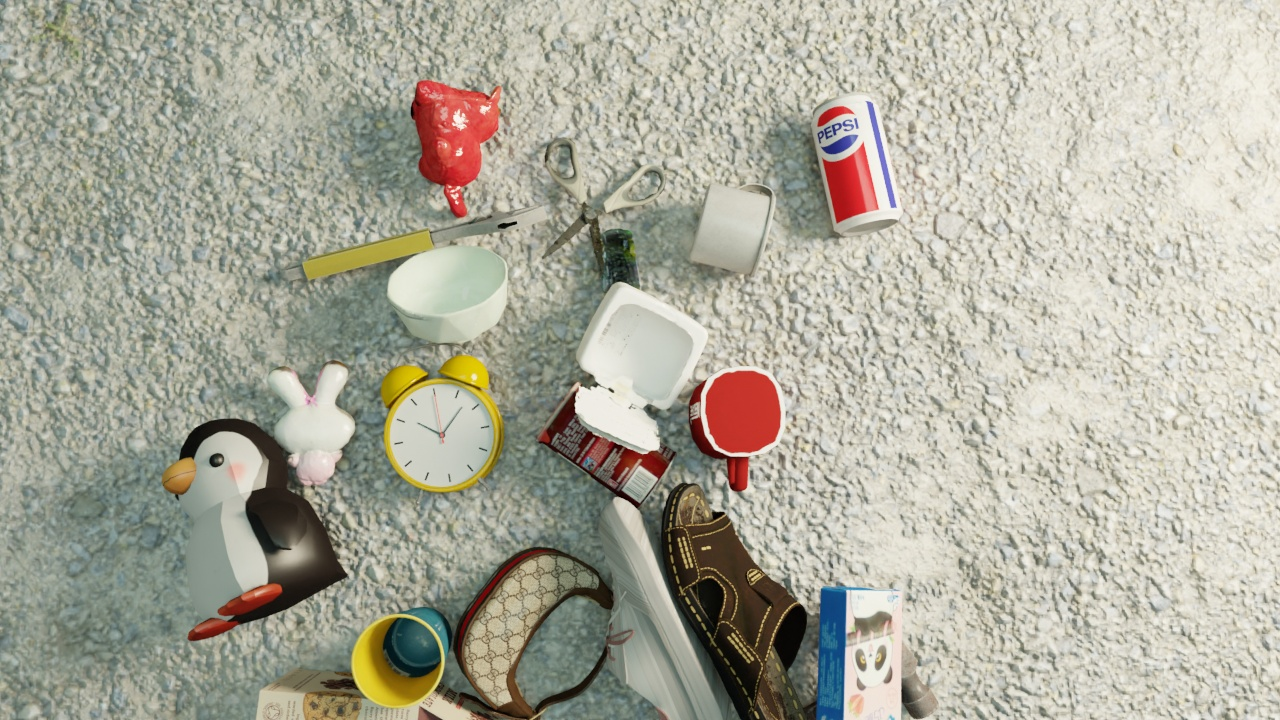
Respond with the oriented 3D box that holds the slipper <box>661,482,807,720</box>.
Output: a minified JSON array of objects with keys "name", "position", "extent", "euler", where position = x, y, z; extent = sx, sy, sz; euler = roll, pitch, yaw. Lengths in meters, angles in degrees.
[{"name":"slipper","position":[0.099,0.231,0.838],"extent":[0.076,0.112,0.267],"euler":[-32,74,25]}]

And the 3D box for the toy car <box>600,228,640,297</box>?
[{"name":"toy car","position":[-0.022,-0.089,0.935],"extent":[0.038,0.027,0.089],"euler":[-7,81,-3]}]

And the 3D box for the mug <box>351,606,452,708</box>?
[{"name":"mug","position":[-0.209,0.262,0.835],"extent":[0.078,0.121,0.078],"euler":[0,82,-4]}]

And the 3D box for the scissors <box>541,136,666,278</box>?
[{"name":"scissors","position":[-0.044,-0.163,0.937],"extent":[0.157,0.013,0.170],"euler":[-21,73,-14]}]

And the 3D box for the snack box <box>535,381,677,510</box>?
[{"name":"snack box","position":[-0.033,0.083,0.892],"extent":[0.121,0.072,0.072],"euler":[35,82,0]}]

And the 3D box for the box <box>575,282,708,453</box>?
[{"name":"box","position":[-0.010,0.014,0.863],"extent":[0.107,0.132,0.152],"euler":[28,94,-7]}]

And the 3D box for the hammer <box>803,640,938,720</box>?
[{"name":"hammer","position":[0.122,0.350,0.874],"extent":[0.314,0.035,0.137],"euler":[-29,85,-11]}]

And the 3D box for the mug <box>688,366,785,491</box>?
[{"name":"mug","position":[0.093,0.068,0.887],"extent":[0.080,0.096,0.116],"euler":[-4,83,-4]}]

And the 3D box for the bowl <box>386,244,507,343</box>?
[{"name":"bowl","position":[-0.183,-0.057,0.895],"extent":[0.117,0.061,0.117],"euler":[-3,41,3]}]

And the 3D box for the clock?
[{"name":"clock","position":[-0.195,0.058,0.897],"extent":[0.113,0.052,0.152],"euler":[-10,88,-4]}]

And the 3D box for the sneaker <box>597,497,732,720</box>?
[{"name":"sneaker","position":[-0.001,0.247,0.849],"extent":[0.089,0.099,0.236],"euler":[-25,89,8]}]

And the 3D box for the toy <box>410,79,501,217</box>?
[{"name":"toy","position":[-0.175,-0.213,0.923],"extent":[0.094,0.088,0.133],"euler":[-9,96,-22]}]

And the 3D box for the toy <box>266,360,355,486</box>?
[{"name":"toy","position":[-0.320,0.061,0.896],"extent":[0.079,0.038,0.122],"euler":[-3,83,-16]}]

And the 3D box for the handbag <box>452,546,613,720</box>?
[{"name":"handbag","position":[-0.098,0.265,0.875],"extent":[0.138,0.063,0.166],"euler":[40,76,-9]}]

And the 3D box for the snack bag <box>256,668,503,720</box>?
[{"name":"snack bag","position":[-0.232,0.335,0.838],"extent":[0.206,0.094,0.070],"euler":[5,83,-2]}]

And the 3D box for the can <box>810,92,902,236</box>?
[{"name":"can","position":[0.220,-0.199,0.940],"extent":[0.070,0.070,0.132],"euler":[-11,84,-5]}]

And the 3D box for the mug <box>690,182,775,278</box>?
[{"name":"mug","position":[0.095,-0.142,0.928],"extent":[0.070,0.084,0.113],"euler":[14,53,1]}]

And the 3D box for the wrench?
[{"name":"wrench","position":[-0.226,-0.116,0.909],"extent":[0.273,0.083,0.018],"euler":[-14,108,1]}]

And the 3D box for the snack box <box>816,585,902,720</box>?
[{"name":"snack box","position":[0.200,0.286,0.839],"extent":[0.087,0.033,0.154],"euler":[12,77,-39]}]

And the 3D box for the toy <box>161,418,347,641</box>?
[{"name":"toy","position":[-0.360,0.141,0.853],"extent":[0.159,0.139,0.184],"euler":[-35,73,34]}]
